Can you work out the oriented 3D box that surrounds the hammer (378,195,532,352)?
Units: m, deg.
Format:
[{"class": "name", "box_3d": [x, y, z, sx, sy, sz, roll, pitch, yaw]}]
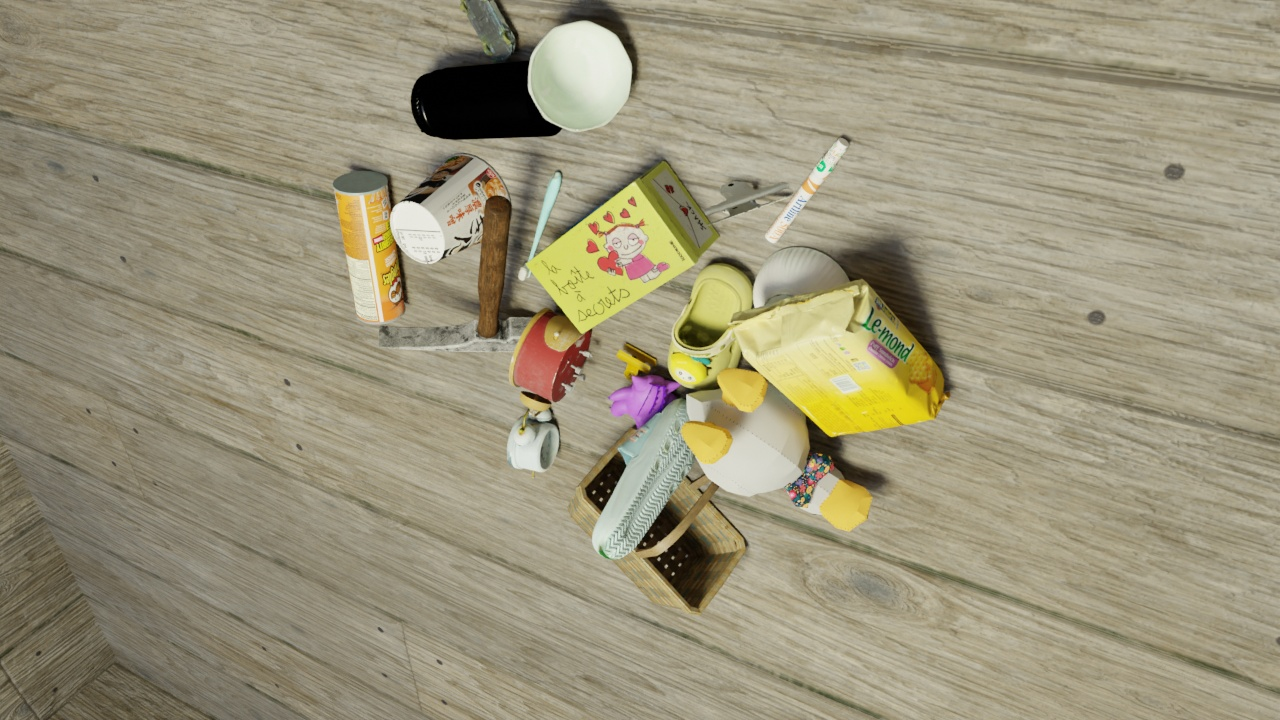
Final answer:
[{"class": "hammer", "box_3d": [-0.230, -0.103, 1.177, 0.217, 0.037, 0.301, 0, 148, -12]}]

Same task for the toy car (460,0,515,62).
[{"class": "toy car", "box_3d": [-0.176, -0.395, 1.075, 0.039, 0.027, 0.090, -18, 109, 36]}]

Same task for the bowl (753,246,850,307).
[{"class": "bowl", "box_3d": [0.179, -0.065, 1.055, 0.118, 0.062, 0.118, 17, 129, 22]}]

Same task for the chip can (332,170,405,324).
[{"class": "chip can", "box_3d": [-0.395, -0.163, 1.346, 0.075, 0.075, 0.215, 18, 129, 21]}]

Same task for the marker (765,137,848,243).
[{"class": "marker", "box_3d": [0.180, -0.184, 1.002, 0.017, 0.017, 0.146, 39, 134, 4]}]

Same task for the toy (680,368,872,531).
[{"class": "toy", "box_3d": [0.152, 0.107, 1.133, 0.247, 0.141, 0.267, 32, 176, 41]}]

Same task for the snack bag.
[{"class": "snack bag", "box_3d": [0.225, 0.010, 1.016, 0.160, 0.068, 0.247, -17, 139, 36]}]

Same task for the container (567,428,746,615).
[{"class": "container", "box_3d": [0.034, 0.225, 1.291, 0.250, 0.157, 0.187, 47, 144, -4]}]

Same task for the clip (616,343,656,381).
[{"class": "clip", "box_3d": [-0.006, 0.005, 1.255, 0.054, 0.044, 0.049, 28, 168, 12]}]

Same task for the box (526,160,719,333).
[{"class": "box", "box_3d": [-0.026, -0.133, 1.128, 0.222, 0.081, 0.124, -26, 105, 40]}]

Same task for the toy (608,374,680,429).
[{"class": "toy", "box_3d": [0.009, 0.054, 1.239, 0.106, 0.055, 0.088, 9, 128, -22]}]

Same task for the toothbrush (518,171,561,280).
[{"class": "toothbrush", "box_3d": [-0.133, -0.175, 1.211, 0.016, 0.016, 0.181, 34, 132, 9]}]

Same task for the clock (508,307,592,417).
[{"class": "clock", "box_3d": [-0.118, 0.011, 1.261, 0.081, 0.116, 0.159, 24, 123, 12]}]

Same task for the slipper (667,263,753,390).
[{"class": "slipper", "box_3d": [0.081, -0.029, 1.132, 0.091, 0.081, 0.191, 26, 130, 11]}]

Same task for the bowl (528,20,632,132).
[{"class": "bowl", "box_3d": [-0.073, -0.320, 1.024, 0.061, 0.117, 0.117, -125, 20, -59]}]

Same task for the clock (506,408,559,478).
[{"class": "clock", "box_3d": [-0.164, 0.117, 1.389, 0.057, 0.083, 0.118, 12, 130, 19]}]

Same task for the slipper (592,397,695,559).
[{"class": "slipper", "box_3d": [0.001, 0.144, 1.191, 0.074, 0.244, 0.104, 17, 148, 30]}]

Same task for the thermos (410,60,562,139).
[{"class": "thermos", "box_3d": [-0.193, -0.311, 1.105, 0.199, 0.085, 0.086, 6, 124, 30]}]

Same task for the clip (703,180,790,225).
[{"class": "clip", "box_3d": [0.110, -0.184, 1.024, 0.056, 0.101, 0.046, -125, 19, -56]}]

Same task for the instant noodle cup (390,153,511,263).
[{"class": "instant noodle cup", "box_3d": [-0.255, -0.191, 1.204, 0.124, 0.121, 0.124, 17, 128, 22]}]
